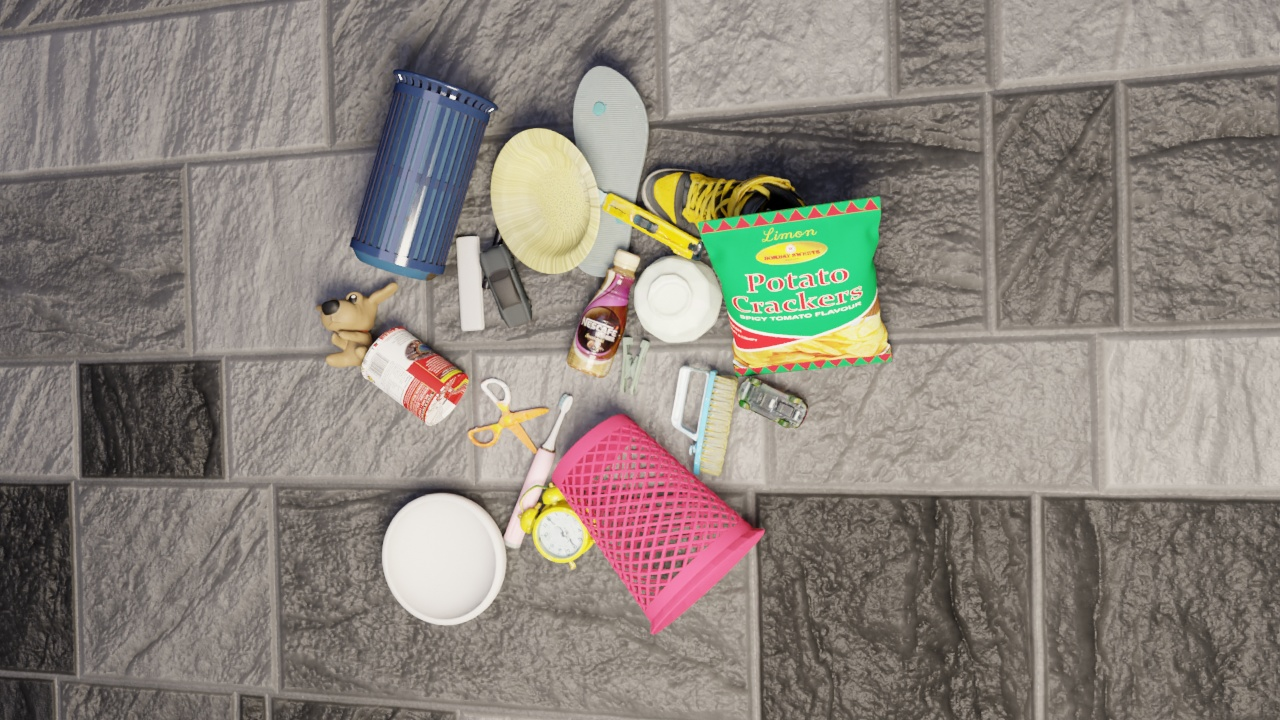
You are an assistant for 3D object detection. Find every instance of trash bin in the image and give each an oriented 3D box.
[{"bbox_3d":[-0.293,-0.240,1.220,0.139,0.139,0.249,20,97,13],"label":"trash bin"}]

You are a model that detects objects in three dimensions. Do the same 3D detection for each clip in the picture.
[{"bbox_3d":[-0.003,0.007,1.208,0.051,0.023,0.078,-5,88,15],"label":"clip"}]

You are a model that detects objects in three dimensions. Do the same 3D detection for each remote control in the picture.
[{"bbox_3d":[-0.236,-0.107,1.270,0.033,0.012,0.131,-3,90,14],"label":"remote control"}]

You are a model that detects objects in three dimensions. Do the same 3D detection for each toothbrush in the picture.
[{"bbox_3d":[-0.137,0.149,1.243,0.026,0.027,0.222,27,98,46],"label":"toothbrush"}]

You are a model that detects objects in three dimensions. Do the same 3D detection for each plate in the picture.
[{"bbox_3d":[-0.115,-0.207,1.192,0.185,0.036,0.184,13,113,33],"label":"plate"}]

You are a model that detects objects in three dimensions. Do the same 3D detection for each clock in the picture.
[{"bbox_3d":[-0.110,0.216,1.219,0.119,0.057,0.083,45,101,3],"label":"clock"}]

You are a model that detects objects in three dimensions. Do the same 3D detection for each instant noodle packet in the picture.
[{"bbox_3d":[0.187,-0.075,1.075,0.196,0.253,0.090,-6,45,14],"label":"instant noodle packet"}]

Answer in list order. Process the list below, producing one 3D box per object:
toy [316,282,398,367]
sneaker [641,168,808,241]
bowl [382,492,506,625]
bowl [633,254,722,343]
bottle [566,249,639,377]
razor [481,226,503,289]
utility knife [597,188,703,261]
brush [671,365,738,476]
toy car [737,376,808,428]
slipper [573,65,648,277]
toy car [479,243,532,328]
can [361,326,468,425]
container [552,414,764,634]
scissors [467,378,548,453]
[{"bbox_3d":[-0.399,-0.046,1.274,0.134,0.105,0.108,-14,77,18],"label":"toy"},{"bbox_3d":[0.103,-0.189,1.127,0.239,0.122,0.086,16,93,12],"label":"sneaker"},{"bbox_3d":[-0.259,0.266,1.254,0.177,0.066,0.176,0,91,14],"label":"bowl"},{"bbox_3d":[0.043,-0.080,1.175,0.117,0.061,0.117,0,91,13],"label":"bowl"},{"bbox_3d":[-0.043,-0.063,1.197,0.060,0.059,0.166,22,97,13],"label":"bottle"},{"bbox_3d":[-0.192,-0.166,1.253,0.043,0.022,0.144,19,96,14],"label":"razor"},{"bbox_3d":[-0.004,-0.181,1.176,0.191,0.017,0.030,31,111,12],"label":"utility knife"},{"bbox_3d":[0.078,0.079,1.171,0.075,0.055,0.136,10,93,9],"label":"brush"},{"bbox_3d":[0.166,0.053,1.158,0.091,0.036,0.042,23,97,12],"label":"toy car"},{"bbox_3d":[-0.037,-0.245,1.205,0.098,0.054,0.269,5,103,12],"label":"slipper"},{"bbox_3d":[-0.181,-0.100,1.236,0.046,0.034,0.112,-19,100,9],"label":"toy car"},{"bbox_3d":[-0.307,0.020,1.252,0.116,0.086,0.087,35,99,11],"label":"can"},{"bbox_3d":[0.009,0.190,1.140,0.183,0.183,0.226,-46,73,10],"label":"container"},{"bbox_3d":[-0.184,0.075,1.260,0.125,0.011,0.128,-15,88,15],"label":"scissors"}]
